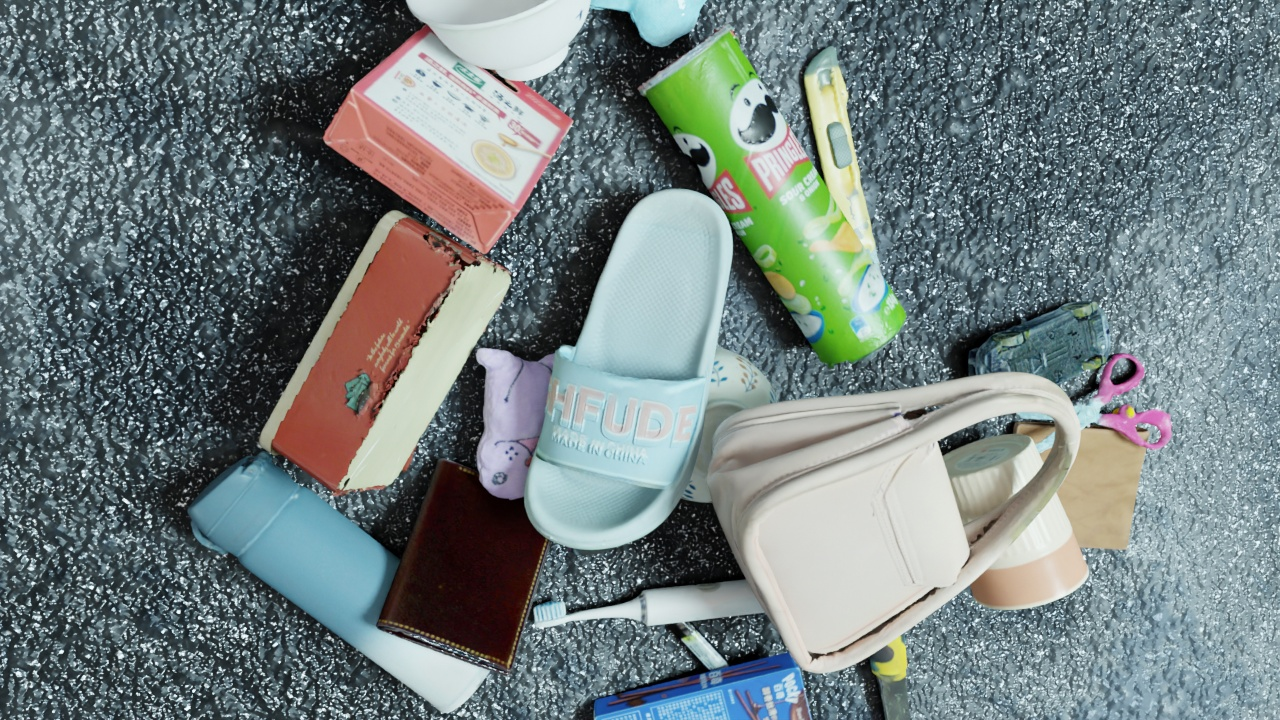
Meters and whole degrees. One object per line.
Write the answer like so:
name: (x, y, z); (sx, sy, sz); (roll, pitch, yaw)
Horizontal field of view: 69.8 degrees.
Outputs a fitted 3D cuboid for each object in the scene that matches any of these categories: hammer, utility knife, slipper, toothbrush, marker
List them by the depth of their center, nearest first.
slipper: (-0.003, 0.003, 0.585); (0.104, 0.074, 0.245); (16, 85, 12)
utility knife: (0.146, -0.135, 0.658); (0.031, 0.019, 0.173); (-16, 107, -2)
toothbrush: (0.031, 0.181, 0.683); (0.221, 0.027, 0.026); (-4, 87, -9)
marker: (0.063, 0.239, 0.705); (0.018, 0.015, 0.124); (-41, 101, -2)
hammer: (0.194, 0.224, 0.718); (0.126, 0.032, 0.323); (-13, 101, -8)

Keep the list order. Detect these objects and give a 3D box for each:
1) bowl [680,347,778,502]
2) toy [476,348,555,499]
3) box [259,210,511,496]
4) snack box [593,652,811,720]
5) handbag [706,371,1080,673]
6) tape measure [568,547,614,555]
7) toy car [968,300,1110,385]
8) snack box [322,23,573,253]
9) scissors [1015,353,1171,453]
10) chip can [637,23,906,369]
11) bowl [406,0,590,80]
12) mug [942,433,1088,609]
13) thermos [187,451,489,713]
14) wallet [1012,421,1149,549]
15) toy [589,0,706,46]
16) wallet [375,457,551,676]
bowl: (0.050, 0.050, 0.646); (0.113, 0.062, 0.113); (-1, 99, -9)
toy: (-0.080, 0.044, 0.631); (0.083, 0.039, 0.108); (-1, 101, -37)
box: (-0.150, 0.001, 0.577); (0.079, 0.091, 0.168); (31, 93, 11)
snack box: (0.050, 0.280, 0.692); (0.157, 0.026, 0.084); (-14, 102, 1)
handbag: (0.173, 0.088, 0.592); (0.234, 0.093, 0.193); (-24, 129, 6)
tape measure: (-0.034, 0.106, 0.641); (0.039, 0.057, 0.058); (-6, 92, -11)
toy car: (0.304, -0.006, 0.697); (0.120, 0.037, 0.054); (-21, 102, -17)
snack box: (-0.113, -0.142, 0.569); (0.113, 0.126, 0.044); (35, 128, -14)
scissors: (0.347, 0.032, 0.709); (0.137, 0.017, 0.096); (2, 74, -11)
chip can: (0.094, -0.106, 0.621); (0.072, 0.072, 0.236); (-37, 104, -3)
bowl: (-0.077, -0.214, 0.567); (0.118, 0.118, 0.065); (-26, 140, -5)
mug: (0.258, 0.123, 0.689); (0.115, 0.081, 0.106); (-21, 95, 29)
thermos: (-0.196, 0.149, 0.616); (0.220, 0.070, 0.070); (42, 90, -14)
wallet: (0.343, 0.100, 0.731); (0.115, 0.020, 0.101); (4, 100, -8)
toy: (0.042, -0.275, 0.594); (0.161, 0.050, 0.156); (28, 94, -6)
wallet: (-0.112, 0.137, 0.619); (0.096, 0.020, 0.122); (27, 57, -18)
